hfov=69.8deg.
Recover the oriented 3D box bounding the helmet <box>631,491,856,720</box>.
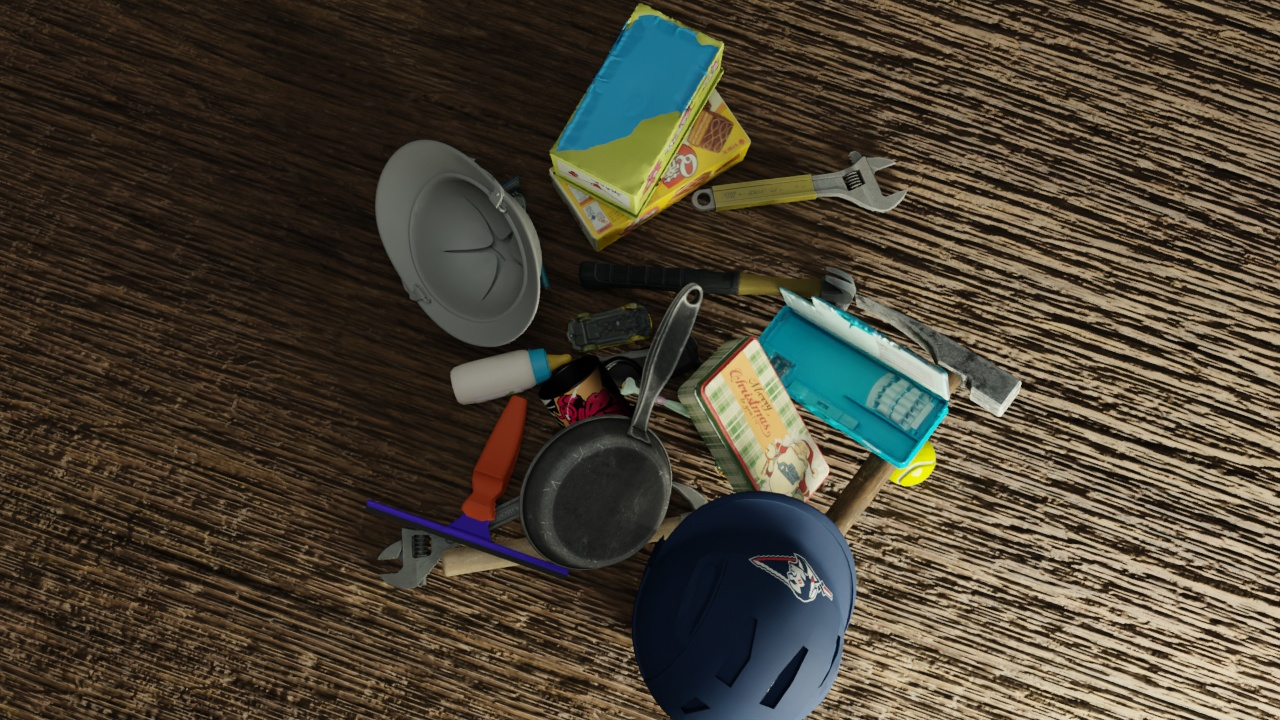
[{"bbox_3d":[0.115,0.273,0.980,0.232,0.223,0.272,31,89,-6],"label":"helmet"}]

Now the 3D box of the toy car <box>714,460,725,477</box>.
[{"bbox_3d":[0.120,0.088,1.110,0.047,0.047,0.112,10,83,4],"label":"toy car"}]

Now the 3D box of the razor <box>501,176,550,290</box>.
[{"bbox_3d":[-0.141,-0.157,1.151,0.042,0.022,0.144,-22,87,34],"label":"razor"}]

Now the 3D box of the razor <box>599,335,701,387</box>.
[{"bbox_3d":[-0.007,0.007,1.117,0.156,0.057,0.060,-18,42,-2],"label":"razor"}]

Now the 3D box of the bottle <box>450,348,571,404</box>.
[{"bbox_3d":[-0.154,0.015,1.112,0.146,0.051,0.051,-14,83,-3],"label":"bottle"}]

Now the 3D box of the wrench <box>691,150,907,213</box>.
[{"bbox_3d":[0.200,-0.214,1.164,0.273,0.018,0.083,-8,83,-2],"label":"wrench"}]

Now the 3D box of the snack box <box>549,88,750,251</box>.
[{"bbox_3d":[0.012,-0.244,1.143,0.230,0.062,0.110,-33,84,-5],"label":"snack box"}]

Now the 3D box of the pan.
[{"bbox_3d":[-0.007,0.077,1.033,0.187,0.055,0.357,26,93,-30],"label":"pan"}]

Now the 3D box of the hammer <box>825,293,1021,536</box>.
[{"bbox_3d":[0.263,0.083,1.074,0.218,0.037,0.300,36,82,27],"label":"hammer"}]

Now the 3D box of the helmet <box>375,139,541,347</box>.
[{"bbox_3d":[-0.192,-0.141,1.105,0.184,0.117,0.271,-45,76,25],"label":"helmet"}]

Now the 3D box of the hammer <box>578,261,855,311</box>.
[{"bbox_3d":[0.092,-0.095,1.110,0.333,0.118,0.025,4,77,5],"label":"hammer"}]

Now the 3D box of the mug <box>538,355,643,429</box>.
[{"bbox_3d":[-0.044,0.046,1.078,0.118,0.082,0.098,-35,110,-5],"label":"mug"}]

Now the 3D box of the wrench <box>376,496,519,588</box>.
[{"bbox_3d":[-0.189,0.197,1.107,0.273,0.018,0.073,-24,85,-5],"label":"wrench"}]

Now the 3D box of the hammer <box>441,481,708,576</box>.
[{"bbox_3d":[-0.070,0.218,1.099,0.331,0.031,0.119,-8,82,-2],"label":"hammer"}]

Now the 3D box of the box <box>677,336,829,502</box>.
[{"bbox_3d":[0.133,0.084,1.055,0.117,0.050,0.205,-42,109,-36],"label":"box"}]

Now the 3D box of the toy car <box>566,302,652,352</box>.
[{"bbox_3d":[-0.038,-0.039,1.132,0.107,0.030,0.049,-10,84,-4],"label":"toy car"}]

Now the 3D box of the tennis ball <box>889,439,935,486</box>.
[{"bbox_3d":[0.319,0.117,1.100,0.065,0.065,0.065,0,83,-1],"label":"tennis ball"}]

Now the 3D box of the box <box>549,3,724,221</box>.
[{"bbox_3d":[-0.002,-0.293,1.081,0.124,0.081,0.220,27,80,5],"label":"box"}]

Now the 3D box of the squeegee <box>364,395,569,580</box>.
[{"bbox_3d":[-0.174,0.131,1.091,0.249,0.055,0.184,18,79,5],"label":"squeegee"}]

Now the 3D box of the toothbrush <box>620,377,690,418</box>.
[{"bbox_3d":[0.039,0.053,1.088,0.154,0.015,0.022,23,95,-35],"label":"toothbrush"}]

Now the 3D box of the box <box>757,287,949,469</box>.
[{"bbox_3d":[0.224,0.009,1.028,0.227,0.121,0.098,35,81,27],"label":"box"}]
